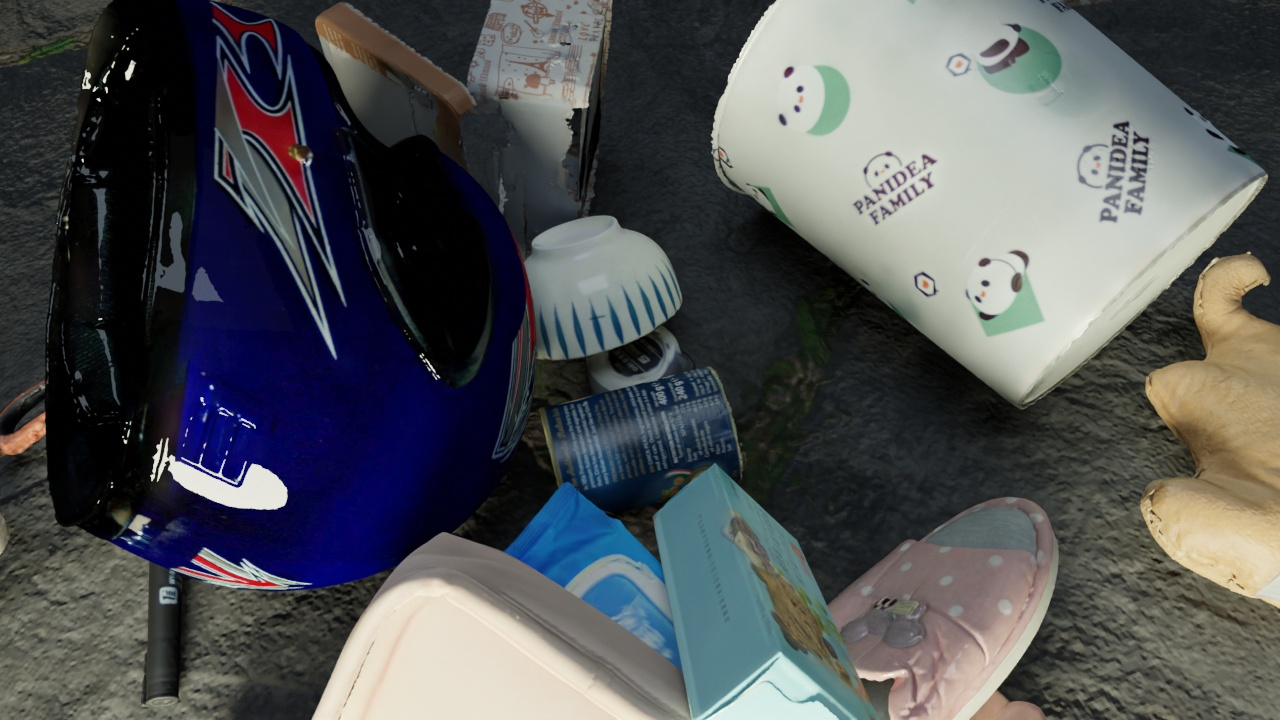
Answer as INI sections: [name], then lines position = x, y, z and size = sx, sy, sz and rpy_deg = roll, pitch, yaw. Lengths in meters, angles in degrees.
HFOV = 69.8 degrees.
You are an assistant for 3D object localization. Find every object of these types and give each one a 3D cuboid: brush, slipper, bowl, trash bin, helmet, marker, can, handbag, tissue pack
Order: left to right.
[marker]
position = -0.290, 0.143, 0.559
size = 0.022, 0.020, 0.132
rpy_deg = -30, 56, 20
[helmet]
position = -0.183, -0.032, 0.523
size = 0.248, 0.240, 0.315
rpy_deg = -27, 65, 40
[handbag]
position = -0.078, 0.217, 0.415
size = 0.193, 0.093, 0.234
rpy_deg = 33, 91, 1
[bowl]
position = -0.036, -0.055, 0.609
size = 0.116, 0.066, 0.116
rpy_deg = -14, 25, 6
[tissue pack]
position = -0.014, 0.148, 0.492
size = 0.157, 0.052, 0.094
rpy_deg = 45, 69, 4
[can]
position = 0.001, 0.051, 0.561
size = 0.111, 0.075, 0.075
rpy_deg = -14, 57, -6
[slipper]
position = 0.112, 0.163, 0.458
size = 0.273, 0.114, 0.054
rpy_deg = -45, 104, -20
[brush]
position = 0.137, 0.221, 0.442
size = 0.145, 0.073, 0.063
rpy_deg = -37, 65, -15
[trash bin]
position = 0.211, -0.120, 0.579
size = 0.229, 0.230, 0.252
rpy_deg = -34, 66, -17

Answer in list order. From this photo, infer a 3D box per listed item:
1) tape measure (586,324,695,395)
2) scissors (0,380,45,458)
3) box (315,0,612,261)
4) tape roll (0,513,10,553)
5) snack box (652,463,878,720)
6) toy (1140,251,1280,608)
[tape measure]
position = -0.004, 0.004, 0.618
size = 0.066, 0.034, 0.065
rpy_deg = -24, 57, -14
[scissors]
position = -0.340, 0.013, 0.624
size = 0.189, 0.015, 0.225
rpy_deg = -3, 55, 10
[box]
position = -0.123, -0.162, 0.641
size = 0.185, 0.183, 0.154
rpy_deg = 10, 57, 0
[tape roll]
position = -0.439, 0.119, 0.565
size = 0.086, 0.014, 0.085
rpy_deg = -3, 28, 2
[snack box]
position = 0.056, 0.125, 0.450
size = 0.052, 0.074, 0.174
rpy_deg = -43, 18, 11
[toy]
position = 0.373, 0.039, 0.539
size = 0.143, 0.083, 0.225
rpy_deg = 21, 58, 3
